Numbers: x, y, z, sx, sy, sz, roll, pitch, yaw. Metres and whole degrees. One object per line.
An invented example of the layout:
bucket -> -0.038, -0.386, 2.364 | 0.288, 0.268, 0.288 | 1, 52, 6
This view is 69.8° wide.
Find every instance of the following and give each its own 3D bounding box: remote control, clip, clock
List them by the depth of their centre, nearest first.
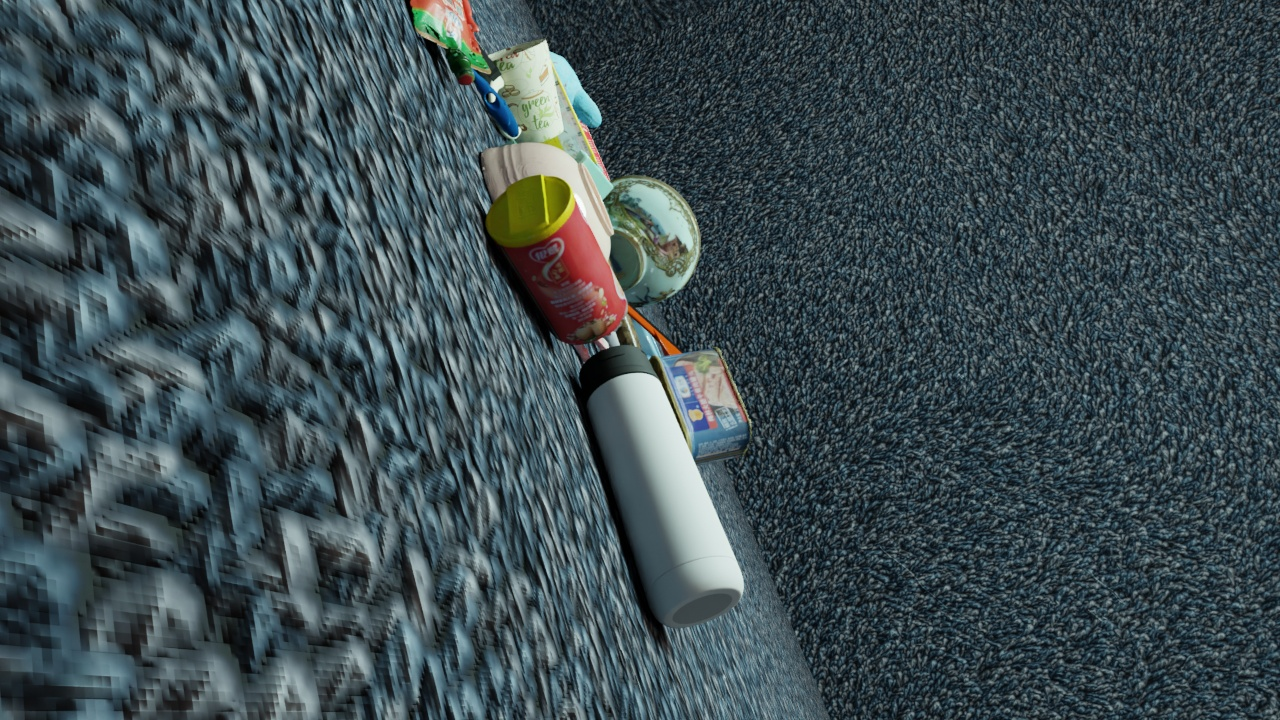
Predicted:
clip -> -0.047, -0.023, 0.815 | 0.023, 0.043, 0.060 | -113, -170, -52
remote control -> -0.169, -0.311, 0.875 | 0.058, 0.013, 0.133 | 50, 3, 3
clock -> -0.002, -0.002, 1.117 | 0.089, 0.052, 0.124 | 61, 6, -63

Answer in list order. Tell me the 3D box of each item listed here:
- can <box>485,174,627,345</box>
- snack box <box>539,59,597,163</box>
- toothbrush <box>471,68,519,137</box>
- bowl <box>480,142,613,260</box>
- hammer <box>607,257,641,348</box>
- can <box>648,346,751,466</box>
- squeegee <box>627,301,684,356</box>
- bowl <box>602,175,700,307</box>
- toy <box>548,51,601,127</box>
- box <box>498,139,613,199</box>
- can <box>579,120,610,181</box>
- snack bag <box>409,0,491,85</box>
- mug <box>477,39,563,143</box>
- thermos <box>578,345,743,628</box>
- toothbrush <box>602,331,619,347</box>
can -> -0.061, -0.073, 0.688 | 0.124, 0.067, 0.066 | 62, 6, -46
snack box -> -0.115, -0.288, 1.098 | 0.025, 0.075, 0.152 | -107, 172, -65
toothbrush -> -0.153, -0.265, 0.906 | 0.016, 0.021, 0.132 | 65, 6, 32
bowl -> -0.070, -0.125, 0.791 | 0.153, 0.076, 0.153 | -23, 89, -85
hammer -> -0.006, 0.006, 0.957 | 0.120, 0.033, 0.330 | 32, 38, -81
can -> 0.047, 0.039, 0.763 | 0.054, 0.059, 0.099 | 107, -31, -54
squeegee -> 0.028, 0.057, 0.866 | 0.249, 0.055, 0.184 | 40, 50, -46
bowl -> -0.018, -0.127, 1.069 | 0.160, 0.160, 0.093 | 65, 28, -14
toy -> -0.109, -0.312, 1.181 | 0.183, 0.115, 0.180 | -8, 86, -75
box -> -0.076, -0.186, 0.949 | 0.188, 0.091, 0.077 | -2, 70, -85
can -> -0.097, -0.290, 1.325 | 0.074, 0.074, 0.142 | 26, 41, -83
snack bag -> -0.164, -0.293, 0.765 | 0.087, 0.044, 0.155 | 16, 49, -59
mug -> -0.132, -0.281, 0.993 | 0.121, 0.081, 0.097 | -64, 141, -56
thermos -> 0.010, 0.094, 0.711 | 0.101, 0.068, 0.229 | 82, -11, -54
toothbrush -> -0.039, -0.033, 1.052 | 0.188, 0.018, 0.019 | 66, -6, -9
